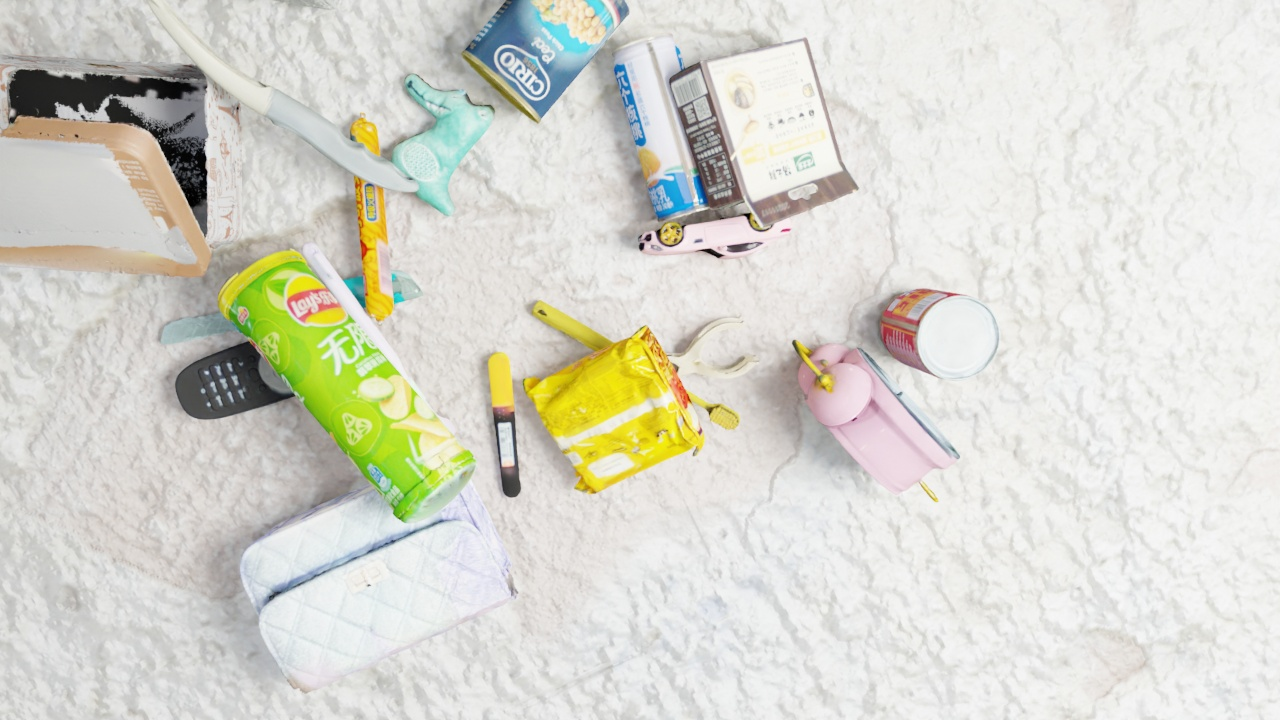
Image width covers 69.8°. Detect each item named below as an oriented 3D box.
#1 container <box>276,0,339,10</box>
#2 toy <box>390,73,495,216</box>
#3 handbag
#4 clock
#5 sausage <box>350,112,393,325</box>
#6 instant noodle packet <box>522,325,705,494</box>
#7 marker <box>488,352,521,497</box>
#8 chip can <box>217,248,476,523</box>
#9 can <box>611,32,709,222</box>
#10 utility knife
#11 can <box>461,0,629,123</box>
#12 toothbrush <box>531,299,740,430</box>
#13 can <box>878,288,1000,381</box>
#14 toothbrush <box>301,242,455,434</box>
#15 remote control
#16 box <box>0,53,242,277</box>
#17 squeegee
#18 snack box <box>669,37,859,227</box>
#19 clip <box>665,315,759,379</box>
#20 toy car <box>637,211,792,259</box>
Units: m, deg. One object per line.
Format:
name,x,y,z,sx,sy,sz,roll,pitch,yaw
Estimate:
container,-0.257,-0.301,0.639,0.090,0.114,0.090,9,97,-6
toy,-0.157,-0.173,0.711,0.096,0.030,0.092,41,89,-2
handbag,-0.211,0.170,0.733,0.194,0.075,0.134,-25,97,0
clock,0.178,0.038,0.727,0.060,0.117,0.158,-43,101,14
sausage,-0.209,-0.109,0.713,0.021,0.021,0.165,-5,92,-4
instant noodle packet,-0.022,0.042,0.726,0.129,0.044,0.111,-24,99,29
marker,-0.111,0.054,0.756,0.018,0.015,0.124,-4,101,-3
chip can,-0.213,0.021,0.676,0.072,0.072,0.221,-42,85,2
can,0.020,-0.179,0.711,0.053,0.053,0.134,-17,99,-2
utility knife,-0.277,-0.040,0.728,0.207,0.013,0.029,-13,98,-3
can,-0.069,-0.244,0.683,0.075,0.075,0.111,40,93,-9
toothbrush,-0.004,0.004,0.734,0.190,0.016,0.016,30,103,5
can,0.234,-0.023,0.731,0.066,0.094,0.066,-1,98,-5
toothbrush,-0.208,-0.012,0.727,0.029,0.021,0.189,-42,108,-36
remote control,-0.297,0.008,0.728,0.136,0.024,0.053,-18,97,-4
box,-0.390,-0.132,0.622,0.182,0.178,0.153,2,97,-5
squeegee,-0.261,-0.190,0.639,0.039,0.246,0.246,-44,120,10
snack box,0.095,-0.171,0.695,0.113,0.053,0.125,-24,101,-32
clip,0.053,0.010,0.753,0.104,0.034,0.083,-37,99,6
toy car,0.059,-0.097,0.726,0.122,0.056,0.037,-9,92,-3
